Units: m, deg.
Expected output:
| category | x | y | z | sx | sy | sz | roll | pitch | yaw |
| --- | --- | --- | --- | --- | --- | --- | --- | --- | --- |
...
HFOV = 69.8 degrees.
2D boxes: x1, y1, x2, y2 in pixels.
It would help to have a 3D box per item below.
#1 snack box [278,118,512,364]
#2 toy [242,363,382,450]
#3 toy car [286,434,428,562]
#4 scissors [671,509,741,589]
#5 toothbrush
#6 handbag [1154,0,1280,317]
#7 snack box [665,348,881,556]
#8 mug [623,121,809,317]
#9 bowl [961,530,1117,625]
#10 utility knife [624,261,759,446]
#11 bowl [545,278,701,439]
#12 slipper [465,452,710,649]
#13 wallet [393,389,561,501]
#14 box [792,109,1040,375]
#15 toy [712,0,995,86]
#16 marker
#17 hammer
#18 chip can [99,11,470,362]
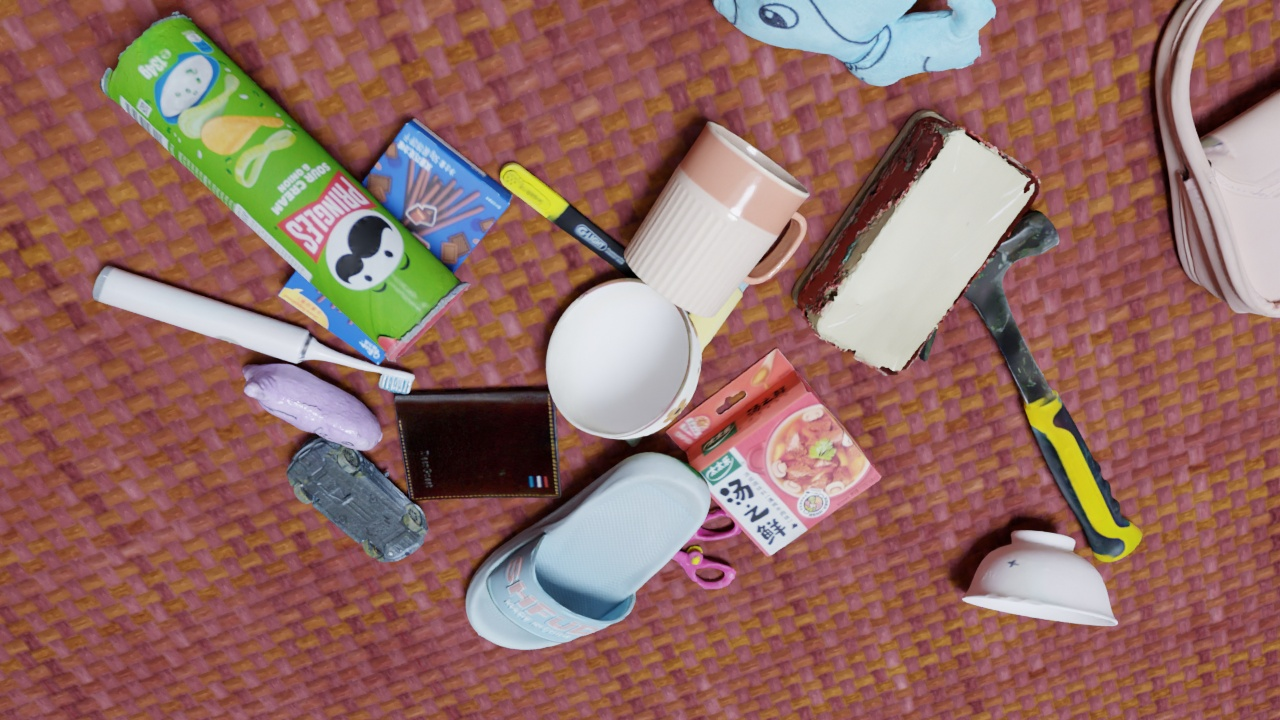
| category | x | y | z | sx | sy | sz | roll | pitch | yaw |
| --- | --- | --- | --- | --- | --- | --- | --- | --- | --- |
| snack box | -0.170 | -0.079 | 0.636 | 0.084 | 0.026 | 0.157 | 37 | 106 | -17 |
| toy | -0.234 | 0.034 | 0.661 | 0.108 | 0.084 | 0.039 | 32 | 87 | -23 |
| toy car | -0.217 | 0.107 | 0.712 | 0.054 | 0.036 | 0.120 | -35 | 113 | 13 |
| scissors | 0.023 | 0.147 | 0.764 | 0.137 | 0.017 | 0.096 | 20 | 112 | -9 |
| toothbrush | -0.271 | -0.019 | 0.657 | 0.221 | 0.027 | 0.026 | 19 | 90 | -13 |
| handbag | 0.450 | -0.165 | 0.628 | 0.193 | 0.093 | 0.234 | -34 | 105 | 11 |
| snack box | 0.104 | 0.074 | 0.720 | 0.113 | 0.044 | 0.127 | -38 | 111 | 12 |
| mug | 0.060 | -0.089 | 0.628 | 0.114 | 0.081 | 0.106 | 19 | 116 | -40 |
| bowl | 0.335 | 0.179 | 0.769 | 0.118 | 0.118 | 0.064 | 15 | 73 | -11 |
| utility knife | 0.034 | -0.006 | 0.693 | 0.031 | 0.019 | 0.173 | 30 | 110 | -21 |
| bowl | -0.004 | 0.004 | 0.658 | 0.113 | 0.113 | 0.062 | -40 | 152 | 13 |
| slipper | -0.042 | 0.164 | 0.718 | 0.104 | 0.074 | 0.246 | 38 | 118 | -18 |
| wallet | -0.124 | 0.066 | 0.713 | 0.122 | 0.020 | 0.096 | -1 | 115 | -2 |
| box | 0.188 | -0.079 | 0.638 | 0.091 | 0.079 | 0.168 | 27 | 109 | -17 |
| toy | 0.128 | -0.217 | 0.564 | 0.162 | 0.049 | 0.156 | 1 | 159 | 35 |
| marker | -0.047 | -0.096 | 0.646 | 0.124 | 0.015 | 0.018 | 36 | 110 | -20 |
| hammer | 0.322 | 0.044 | 0.732 | 0.126 | 0.031 | 0.323 | -32 | 113 | 10 |
| chip can | -0.218 | -0.104 | 0.574 | 0.236 | 0.072 | 0.072 | 44 | 104 | -8 |
